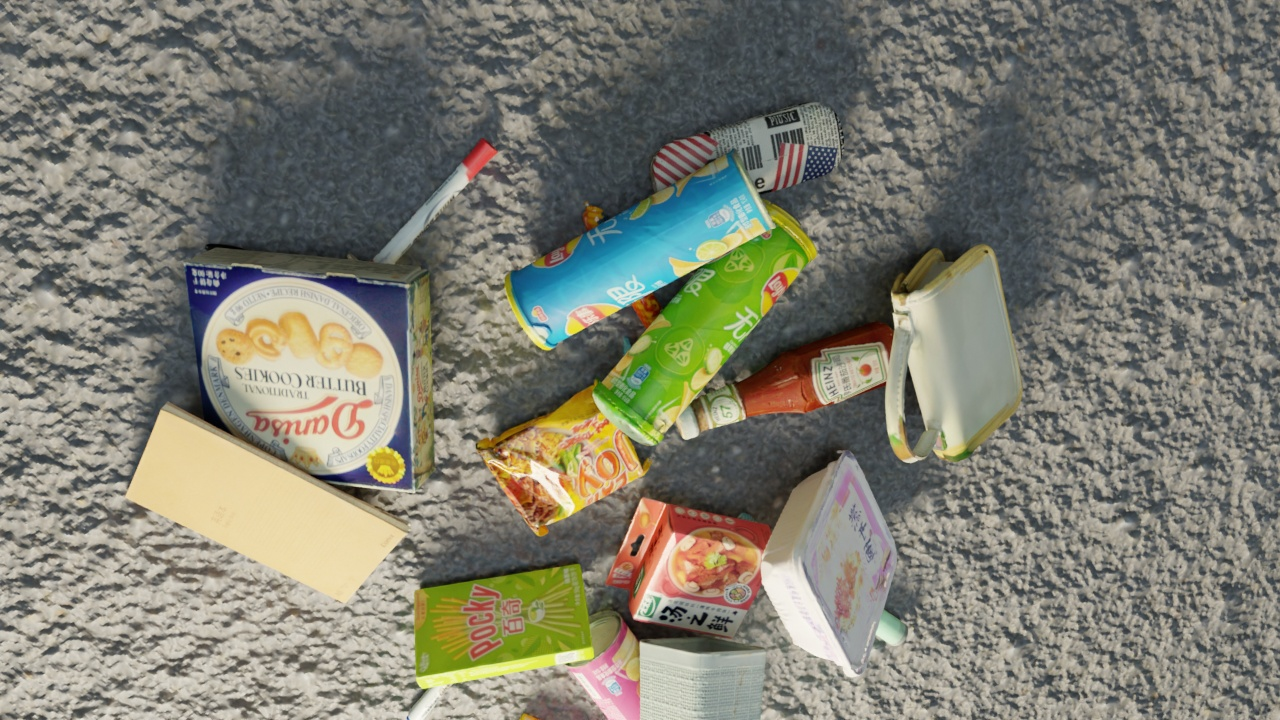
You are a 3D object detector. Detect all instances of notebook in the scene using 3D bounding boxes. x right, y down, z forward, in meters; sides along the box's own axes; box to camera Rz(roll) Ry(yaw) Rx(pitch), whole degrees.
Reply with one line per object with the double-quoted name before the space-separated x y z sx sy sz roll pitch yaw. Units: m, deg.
"notebook" -0.316 0.128 0.773 0.211 0.012 0.150 31 130 -15

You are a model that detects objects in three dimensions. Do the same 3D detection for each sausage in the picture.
"sausage" -0.005 -0.065 0.790 0.021 0.021 0.165 -31 108 2

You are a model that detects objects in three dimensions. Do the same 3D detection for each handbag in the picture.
"handbag" 0.250 0.003 0.782 0.178 0.063 0.163 -34 113 -36

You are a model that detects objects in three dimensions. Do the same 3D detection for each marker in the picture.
"marker" -0.175 0.292 0.873 0.017 0.017 0.146 37 98 -16
"marker" -0.172 -0.124 0.752 0.017 0.017 0.145 42 97 -17

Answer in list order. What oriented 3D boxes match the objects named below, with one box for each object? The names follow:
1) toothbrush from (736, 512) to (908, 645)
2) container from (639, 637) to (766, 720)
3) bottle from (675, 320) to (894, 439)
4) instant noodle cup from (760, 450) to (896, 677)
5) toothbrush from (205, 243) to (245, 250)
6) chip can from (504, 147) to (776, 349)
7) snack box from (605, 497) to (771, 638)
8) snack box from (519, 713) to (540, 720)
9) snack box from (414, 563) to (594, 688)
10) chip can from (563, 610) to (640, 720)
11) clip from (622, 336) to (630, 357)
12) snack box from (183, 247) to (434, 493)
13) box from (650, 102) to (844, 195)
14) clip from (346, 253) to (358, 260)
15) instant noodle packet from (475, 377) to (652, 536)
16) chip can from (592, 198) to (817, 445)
"toothbrush" 0.175 0.214 0.894 0.224 0.026 0.027 36 106 -15
"container" 0.053 0.311 0.823 0.089 0.090 0.111 12 77 -38
"bottle" 0.130 0.022 0.814 0.206 0.059 0.060 -19 108 -2
"instant noodle cup" 0.166 0.179 0.823 0.060 0.173 0.138 -16 111 33
"toothbrush" -0.261 -0.066 0.739 0.189 0.014 0.017 14 115 2
"chip can" -0.002 -0.086 0.729 0.210 0.071 0.071 -27 108 13
"snack box" 0.045 0.194 0.847 0.127 0.044 0.113 14 119 -12
"snack box" -0.078 0.419 0.917 0.140 0.033 0.087 29 100 -13
"snack box" -0.125 0.239 0.831 0.156 0.085 0.026 -8 140 -5
"chip can" 0.009 0.340 0.885 0.071 0.071 0.210 -33 107 2
"clip" -0.008 0.006 0.814 0.049 0.015 0.057 7 104 -12
"snack box" -0.259 0.009 0.733 0.178 0.045 0.183 6 111 7
"box" 0.087 -0.169 0.766 0.164 0.059 0.072 -14 127 -3
"clip" -0.212 -0.038 0.764 0.094 0.035 0.102 0 99 -4
"instant noodle packet" -0.064 0.088 0.816 0.128 0.044 0.111 -28 112 1
"chip can" 0.052 -0.029 0.763 0.072 0.072 0.221 41 87 -17
